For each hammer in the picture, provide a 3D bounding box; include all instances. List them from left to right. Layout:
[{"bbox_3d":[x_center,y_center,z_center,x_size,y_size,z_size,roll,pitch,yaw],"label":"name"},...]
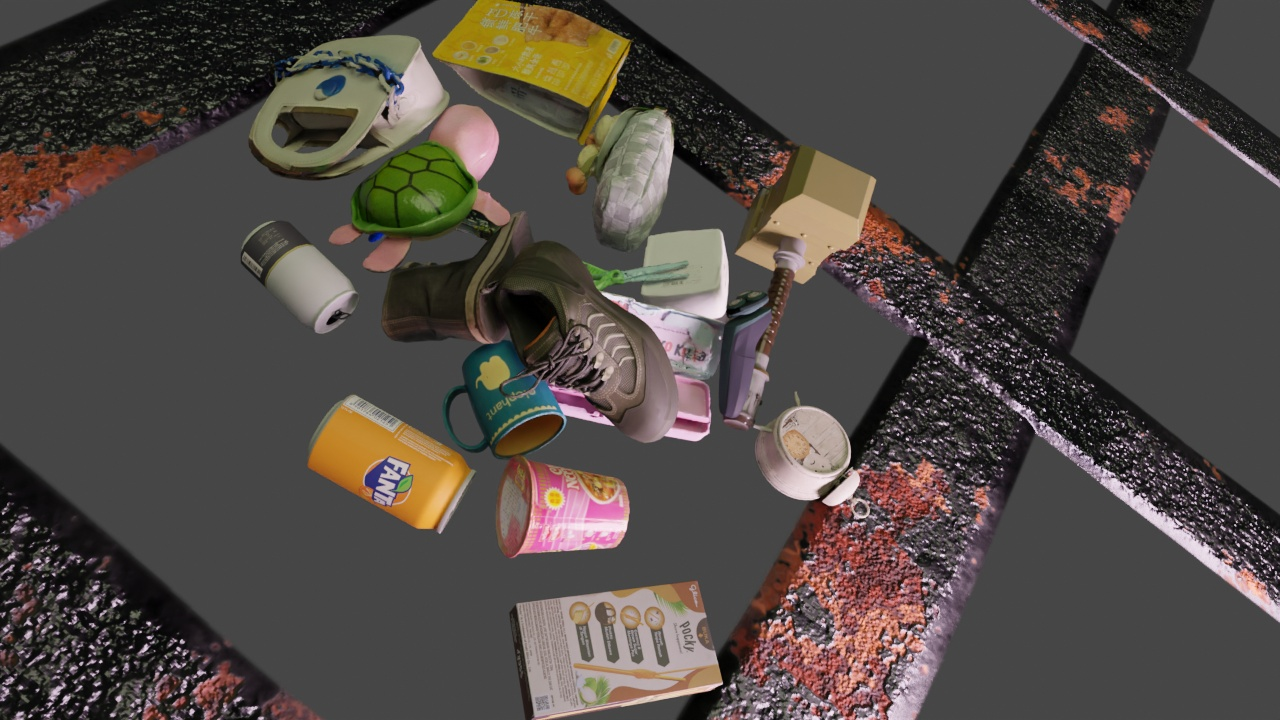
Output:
[{"bbox_3d":[0.162,-0.070,1.098,0.100,0.191,0.324,23,71,-8],"label":"hammer"}]

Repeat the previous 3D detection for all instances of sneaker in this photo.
[{"bbox_3d":[-0.184,-0.091,0.996,0.120,0.095,0.234,-2,35,15],"label":"sneaker"},{"bbox_3d":[-0.063,-0.006,0.893,0.238,0.101,0.142,50,34,0],"label":"sneaker"}]

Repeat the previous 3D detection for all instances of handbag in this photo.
[{"bbox_3d":[-0.330,-0.276,1.000,0.201,0.093,0.199,7,52,28],"label":"handbag"},{"bbox_3d":[-0.026,-0.225,1.132,0.123,0.113,0.171,16,55,-1],"label":"handbag"}]

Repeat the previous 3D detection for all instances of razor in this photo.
[{"bbox_3d":[0.112,-0.007,1.014,0.052,0.047,0.143,7,95,-24],"label":"razor"}]

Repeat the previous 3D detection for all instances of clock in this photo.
[{"bbox_3d":[0.204,0.115,1.043,0.103,0.061,0.157,-34,75,-35],"label":"clock"}]

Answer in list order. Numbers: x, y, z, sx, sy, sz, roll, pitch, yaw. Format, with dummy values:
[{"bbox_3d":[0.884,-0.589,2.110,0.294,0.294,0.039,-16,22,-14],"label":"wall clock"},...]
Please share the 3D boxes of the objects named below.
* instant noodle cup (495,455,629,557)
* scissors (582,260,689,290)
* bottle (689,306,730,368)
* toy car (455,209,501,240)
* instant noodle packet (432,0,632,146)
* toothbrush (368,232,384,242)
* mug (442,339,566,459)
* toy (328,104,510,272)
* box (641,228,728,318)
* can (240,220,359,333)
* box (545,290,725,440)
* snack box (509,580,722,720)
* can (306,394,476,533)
[{"bbox_3d":[-0.074,0.145,0.894,0.108,0.098,0.097,8,57,-27],"label":"instant noodle cup"},{"bbox_3d":[-0.027,-0.102,1.065,0.175,0.033,0.078,-7,52,2],"label":"scissors"},{"bbox_3d":[0.081,-0.038,1.097,0.047,0.047,0.112,24,54,-7],"label":"bottle"},{"bbox_3d":[-0.208,-0.171,1.068,0.105,0.033,0.047,19,56,-14],"label":"toy car"},{"bbox_3d":[-0.143,-0.400,1.220,0.221,0.084,0.162,23,54,0],"label":"instant noodle packet"},{"bbox_3d":[-0.262,-0.195,1.070,0.016,0.018,0.182,17,50,19],"label":"toothbrush"},{"bbox_3d":[-0.148,0.043,0.938,0.112,0.084,0.104,-29,66,-4],"label":"mug"},{"bbox_3d":[-0.232,-0.186,0.991,0.190,0.088,0.237,22,56,26],"label":"toy"},{"bbox_3d":[0.053,-0.093,1.096,0.102,0.076,0.107,-6,47,14],"label":"box"},{"bbox_3d":[-0.344,-0.082,0.936,0.127,0.064,0.064,43,54,7],"label":"can"},{"bbox_3d":[-0.010,0.006,1.021,0.201,0.073,0.149,13,82,-15],"label":"box"},{"bbox_3d":[-0.023,0.272,0.868,0.185,0.032,0.101,-1,60,-23],"label":"snack box"},{"bbox_3d":[-0.233,0.098,0.860,0.142,0.079,0.078,30,53,-3],"label":"can"}]
